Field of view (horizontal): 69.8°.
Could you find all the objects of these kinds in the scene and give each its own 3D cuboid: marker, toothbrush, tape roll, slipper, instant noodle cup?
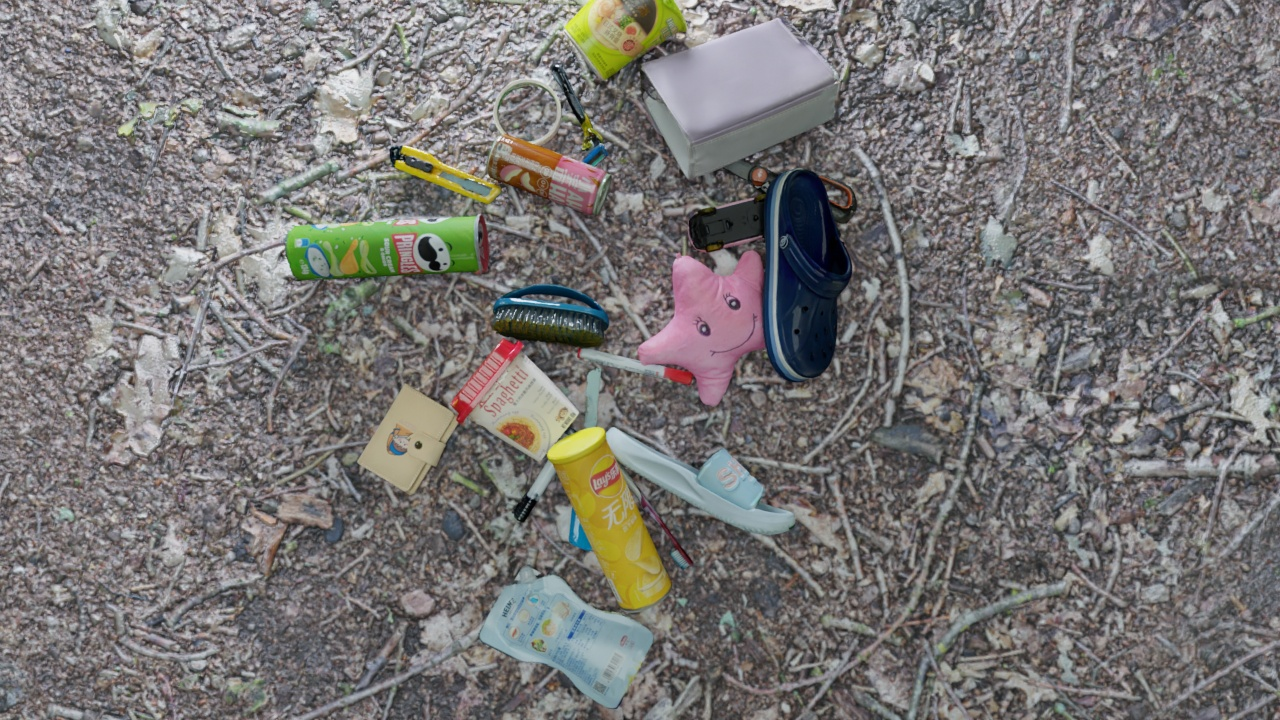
[{"bbox_3d":[-0.117,0.139,1.127,0.022,0.018,0.130,31,88,12],"label":"marker"},{"bbox_3d":[-0.007,0.007,1.132,0.145,0.017,0.017,13,87,2],"label":"marker"},{"bbox_3d":[0.003,0.177,1.119,0.017,0.016,0.187,-37,90,9],"label":"toothbrush"},{"bbox_3d":[-0.142,-0.311,1.157,0.086,0.014,0.085,0,86,2],"label":"tape roll"},{"bbox_3d":[0.204,-0.102,1.072,0.105,0.095,0.252,1,85,-35],"label":"slipper"},{"bbox_3d":[0.072,0.132,1.083,0.245,0.104,0.074,26,88,10],"label":"slipper"},{"bbox_3d":[-0.146,0.050,1.092,0.124,0.116,0.116,38,88,-8],"label":"instant noodle cup"},{"bbox_3d":[-0.024,-0.410,1.120,0.123,0.111,0.111,-38,86,7],"label":"instant noodle cup"}]

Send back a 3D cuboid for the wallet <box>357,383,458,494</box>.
[{"bbox_3d":[-0.284,0.099,1.131,0.087,0.024,0.115,31,86,2],"label":"wallet"}]

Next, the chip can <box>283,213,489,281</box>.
[{"bbox_3d":[-0.307,-0.136,1.122,0.236,0.072,0.072,-3,86,2],"label":"chip can"}]

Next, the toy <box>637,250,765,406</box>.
[{"bbox_3d":[0.082,-0.048,1.099,0.194,0.074,0.178,-36,102,-8],"label":"toy"}]

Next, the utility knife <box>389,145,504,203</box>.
[{"bbox_3d":[-0.246,-0.235,1.154,0.156,0.015,0.033,22,90,2],"label":"utility knife"}]

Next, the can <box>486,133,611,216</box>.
[{"bbox_3d":[-0.113,-0.228,1.129,0.147,0.058,0.058,21,87,3],"label":"can"}]

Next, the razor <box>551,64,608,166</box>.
[{"bbox_3d":[-0.078,-0.309,1.153,0.043,0.022,0.142,-31,80,43],"label":"razor"}]

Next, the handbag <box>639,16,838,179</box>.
[{"bbox_3d":[0.115,-0.320,1.102,0.197,0.098,0.145,-23,67,-6],"label":"handbag"}]

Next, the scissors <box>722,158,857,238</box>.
[{"bbox_3d":[0.152,-0.209,1.139,0.234,0.022,0.152,9,87,2],"label":"scissors"}]

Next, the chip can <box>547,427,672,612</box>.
[{"bbox_3d":[-0.034,0.185,1.063,0.072,0.072,0.213,-23,104,0],"label":"chip can"}]

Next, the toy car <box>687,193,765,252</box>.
[{"bbox_3d":[0.119,-0.168,1.129,0.122,0.037,0.056,-13,93,3],"label":"toy car"}]

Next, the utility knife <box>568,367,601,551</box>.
[{"bbox_3d":[-0.063,0.120,1.126,0.034,0.018,0.225,6,85,-18],"label":"utility knife"}]

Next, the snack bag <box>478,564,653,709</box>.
[{"bbox_3d":[-0.089,0.331,1.105,0.191,0.039,0.110,28,93,5],"label":"snack bag"}]

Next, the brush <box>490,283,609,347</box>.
[{"bbox_3d":[-0.109,-0.058,1.122,0.144,0.055,0.073,6,64,2],"label":"brush"}]
